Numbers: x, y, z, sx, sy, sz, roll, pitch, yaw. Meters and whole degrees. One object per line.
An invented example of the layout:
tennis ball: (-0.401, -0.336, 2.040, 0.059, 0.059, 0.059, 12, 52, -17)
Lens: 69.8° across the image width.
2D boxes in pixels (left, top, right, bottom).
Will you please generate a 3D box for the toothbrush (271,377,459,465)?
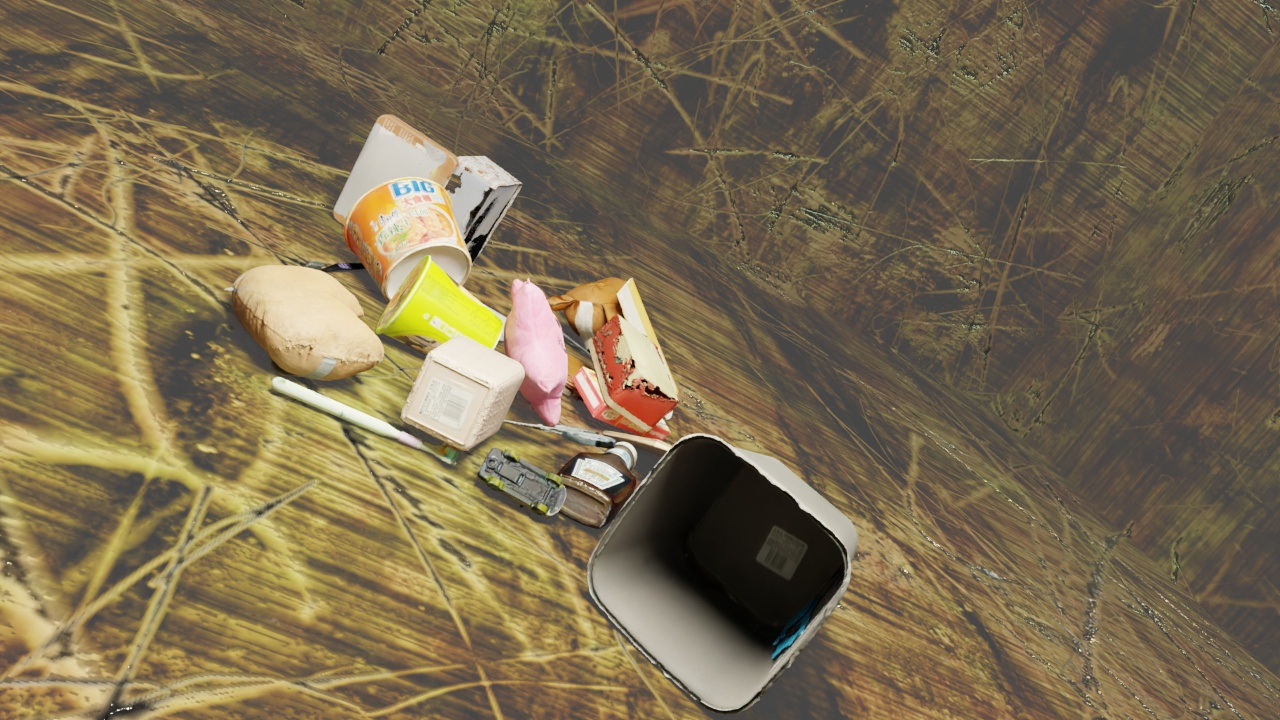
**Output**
toothbrush: (-0.262, 0.057, 0.886, 0.189, 0.020, 0.029, 26, 37, -22)

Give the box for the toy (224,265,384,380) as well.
toy: (-0.356, -0.057, 0.957, 0.143, 0.082, 0.226, 25, 14, -41)

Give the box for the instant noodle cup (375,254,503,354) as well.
instant noodle cup: (-0.236, -0.047, 1.106, 0.123, 0.112, 0.111, 35, 14, -22)

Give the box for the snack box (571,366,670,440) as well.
snack box: (-0.025, 0.062, 1.248, 0.152, 0.025, 0.075, 26, 24, -49)

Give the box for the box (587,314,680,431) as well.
box: (-0.007, 0.007, 1.236, 0.091, 0.077, 0.168, 36, 17, -30)

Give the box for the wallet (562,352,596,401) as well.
wallet: (-0.119, 0.007, 1.286, 0.132, 0.031, 0.107, 32, 14, 0)

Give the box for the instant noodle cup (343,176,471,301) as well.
instant noodle cup: (-0.297, -0.146, 1.200, 0.151, 0.152, 0.111, 11, 40, -52)

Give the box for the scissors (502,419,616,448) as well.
scissors: (-0.108, 0.078, 1.053, 0.166, 0.014, 0.163, 14, -1, 24)

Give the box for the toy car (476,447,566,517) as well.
toy car: (-0.118, 0.124, 0.921, 0.090, 0.042, 0.035, 29, -28, -6)

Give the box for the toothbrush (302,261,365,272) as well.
toothbrush: (-0.384, -0.125, 1.204, 0.014, 0.017, 0.188, 40, 15, 7)

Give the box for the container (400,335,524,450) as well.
container: (-0.183, 0.033, 0.939, 0.090, 0.090, 0.111, 27, 8, 0)

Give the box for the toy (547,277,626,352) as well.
toy: (-0.067, -0.074, 1.473, 0.140, 0.130, 0.199, 7, 2, 9)

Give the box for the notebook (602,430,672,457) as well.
notebook: (0.071, 0.134, 1.183, 0.211, 0.012, 0.150, 24, -10, -25)

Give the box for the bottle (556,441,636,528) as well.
bottle: (-0.042, 0.132, 1.036, 0.080, 0.044, 0.194, 25, 14, 8)

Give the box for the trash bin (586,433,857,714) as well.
trash bin: (0.101, 0.192, 0.890, 0.198, 0.199, 0.219, 40, 11, 20)

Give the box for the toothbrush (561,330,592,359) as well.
toothbrush: (-0.103, -0.023, 1.429, 0.181, 0.016, 0.018, 37, 26, 11)

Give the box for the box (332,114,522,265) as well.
box: (-0.316, -0.246, 1.392, 0.205, 0.181, 0.157, 32, 18, -2)

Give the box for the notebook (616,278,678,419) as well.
notebook: (0.013, -0.022, 1.434, 0.145, 0.010, 0.206, -63, 132, -74)

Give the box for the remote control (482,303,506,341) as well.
remote control: (-0.249, -0.076, 1.296, 0.150, 0.021, 0.058, 31, 16, -7)

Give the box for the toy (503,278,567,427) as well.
toy: (-0.127, -0.018, 1.115, 0.074, 0.179, 0.194, -12, 40, -9)
